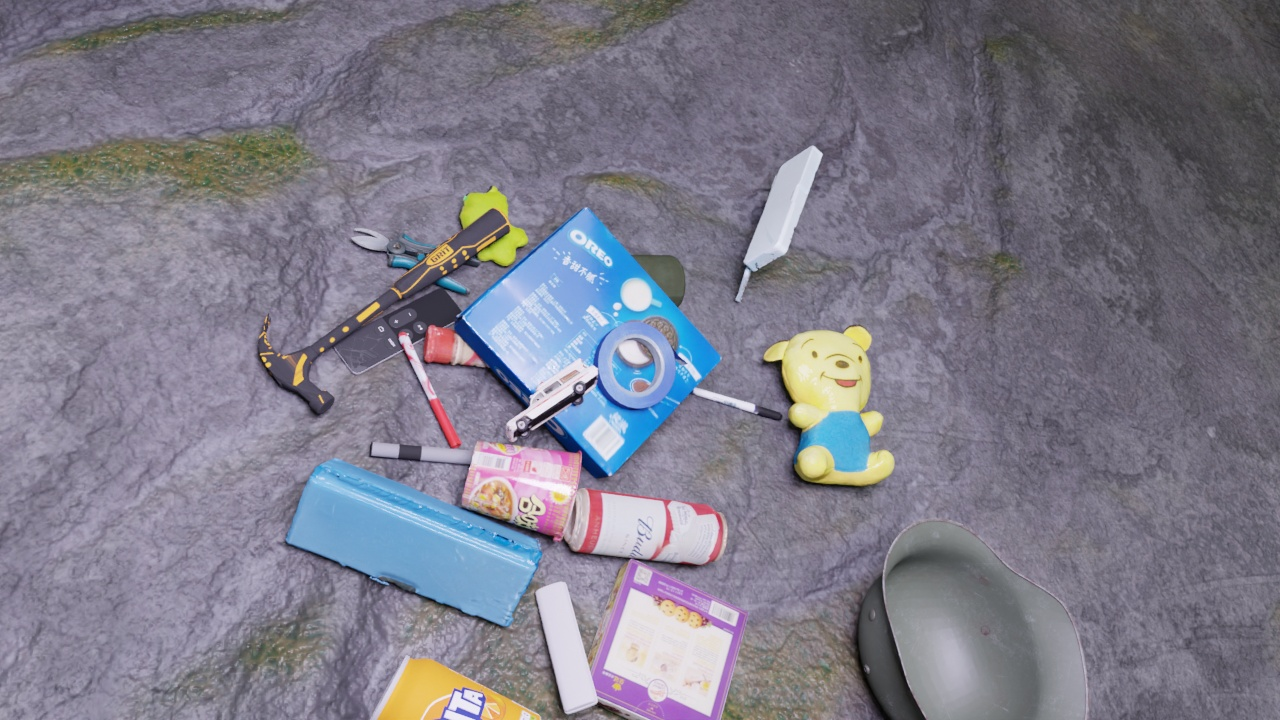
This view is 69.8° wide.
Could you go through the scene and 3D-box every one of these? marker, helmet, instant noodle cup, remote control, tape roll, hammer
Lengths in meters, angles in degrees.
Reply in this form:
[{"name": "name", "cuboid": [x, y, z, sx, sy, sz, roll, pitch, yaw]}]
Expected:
[{"name": "marker", "cuboid": [-0.213, 0.100, 0.971, 0.140, 0.016, 0.016, 7, 61, -19]}, {"name": "helmet", "cuboid": [0.328, 0.311, 0.993, 0.226, 0.154, 0.267, -8, 72, -24]}, {"name": "instant noodle cup", "cuboid": [-0.125, 0.128, 0.948, 0.108, 0.098, 0.097, 15, 59, -8]}, {"name": "remote control", "cuboid": [-0.075, 0.280, 0.905, 0.033, 0.012, 0.130, -20, 52, -3]}, {"name": "remote control", "cuboid": [-0.268, -0.034, 1.025, 0.146, 0.008, 0.045, -33, 79, -32]}, {"name": "tape roll", "cuboid": [-0.006, 0.006, 0.997, 0.091, 0.016, 0.092, 44, 70, -10]}, {"name": "marker", "cuboid": [-0.230, 0.031, 0.996, 0.012, 0.013, 0.142, -22, 77, -30]}, {"name": "hammer", "cuboid": [-0.271, -0.077, 1.013, 0.123, 0.036, 0.319, 42, 63, 12]}, {"name": "marker", "cuboid": [0.107, 0.049, 1.132, 0.152, 0.011, 0.011, 17, 58, -13]}]

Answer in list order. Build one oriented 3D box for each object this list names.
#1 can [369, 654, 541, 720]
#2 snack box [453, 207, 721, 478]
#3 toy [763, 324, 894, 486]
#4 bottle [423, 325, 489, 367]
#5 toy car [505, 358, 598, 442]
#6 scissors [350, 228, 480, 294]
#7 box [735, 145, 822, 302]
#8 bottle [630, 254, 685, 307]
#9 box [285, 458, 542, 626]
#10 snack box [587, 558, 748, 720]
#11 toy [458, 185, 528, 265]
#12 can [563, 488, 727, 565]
[{"name": "can", "cuboid": [-0.165, 0.329, 0.828, 0.142, 0.079, 0.078, 29, 56, -5]}, {"name": "snack box", "cuboid": [-0.055, -0.020, 1.024, 0.239, 0.056, 0.195, 48, 69, -7]}, {"name": "toy", "cuboid": [0.232, 0.056, 1.136, 0.148, 0.084, 0.213, 9, 59, -26]}, {"name": "bottle", "cuboid": [-0.186, -0.012, 1.026, 0.109, 0.044, 0.044, 8, 61, -19]}, {"name": "toy car", "cuboid": [-0.095, 0.040, 0.952, 0.113, 0.039, 0.039, -33, 74, -19]}, {"name": "scissors", "cuboid": [-0.255, -0.118, 1.068, 0.127, 0.019, 0.153, -25, 71, -35]}, {"name": "box", "cuboid": [0.175, -0.182, 1.208, 0.049, 0.137, 0.196, 28, 56, -5]}, {"name": "bottle", "cuboid": [-0.051, -0.092, 1.107, 0.206, 0.072, 0.071, -2, 64, -23]}, {"name": "box", "cuboid": [-0.215, 0.165, 0.912, 0.231, 0.094, 0.102, 23, 25, -8]}, {"name": "snack box", "cuboid": [0.025, 0.301, 0.944, 0.143, 0.041, 0.147, 27, 57, -7]}, {"name": "toy", "cuboid": [-0.180, -0.163, 1.115, 0.093, 0.036, 0.094, 33, 62, -9]}, {"name": "can", "cuboid": [0.005, 0.180, 0.986, 0.170, 0.067, 0.067, 11, 60, -17]}]
